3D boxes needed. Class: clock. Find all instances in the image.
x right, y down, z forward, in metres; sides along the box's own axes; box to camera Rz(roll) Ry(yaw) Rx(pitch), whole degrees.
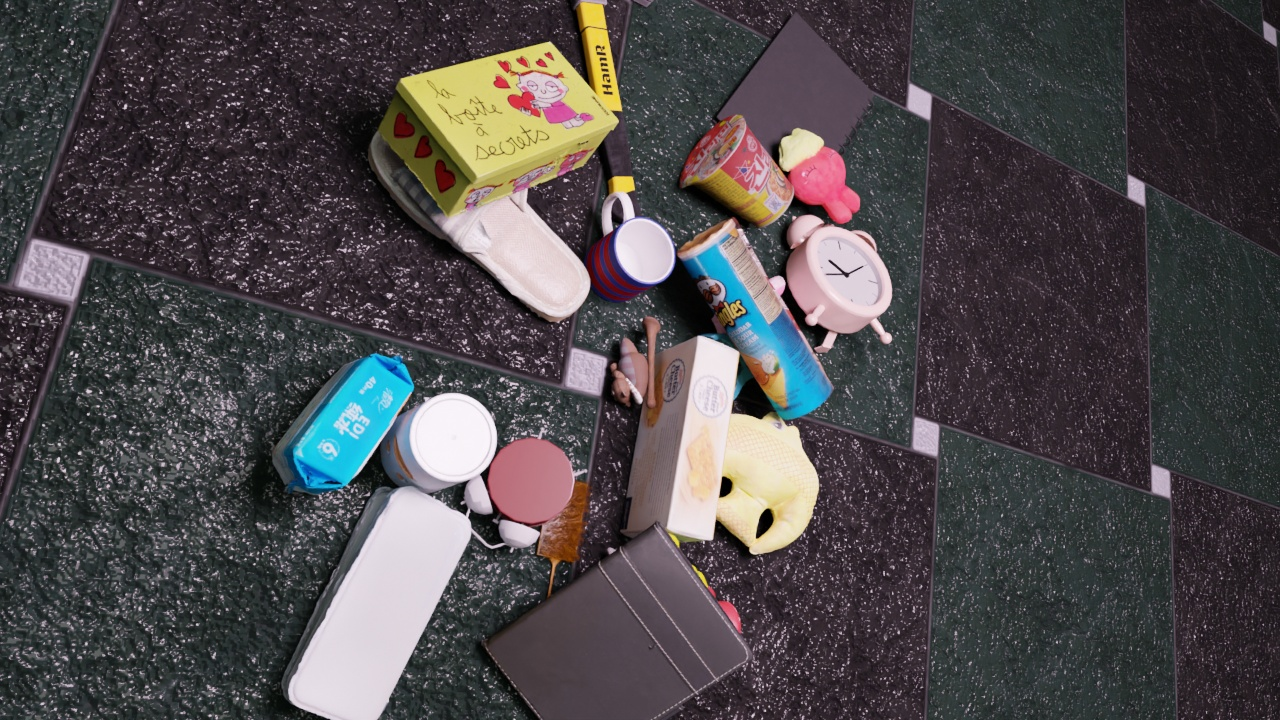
[{"bbox_3d":[-0.116,0.128,0.902,0.087,0.044,0.124,44,71,3],"label":"clock"},{"bbox_3d":[0.243,-0.098,1.154,0.131,0.086,0.160,11,64,-26],"label":"clock"}]

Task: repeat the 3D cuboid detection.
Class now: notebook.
[{"bbox_3d":[0.211,-0.333,1.216,0.169,0.019,0.230,41,63,-13],"label":"notebook"},{"bbox_3d":[-0.020,0.277,0.878,0.209,0.029,0.169,-34,97,8],"label":"notebook"}]

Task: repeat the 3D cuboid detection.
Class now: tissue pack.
[{"bbox_3d":[-0.266,0.060,0.819,0.061,0.093,0.144,43,62,-22],"label":"tissue pack"}]

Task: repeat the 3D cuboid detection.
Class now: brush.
[{"bbox_3d":[-0.081,0.183,0.935,0.048,0.017,0.126,17,71,-25],"label":"brush"}]

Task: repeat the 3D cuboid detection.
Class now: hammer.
[{"bbox_3d":[-0.038,-0.316,1.069,0.169,0.034,0.324,-6,83,-31],"label":"hammer"}]

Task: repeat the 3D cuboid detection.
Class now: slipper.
[{"bbox_3d":[-0.159,-0.149,0.952,0.272,0.054,0.114,41,57,-15],"label":"slipper"}]

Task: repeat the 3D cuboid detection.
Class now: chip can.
[{"bbox_3d":[0.130,-0.046,1.024,0.079,0.080,0.229,-41,106,-30],"label":"chip can"}]

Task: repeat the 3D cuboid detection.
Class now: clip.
[{"bbox_3d":[0.104,0.000,1.063,0.120,0.033,0.118,-47,118,-25],"label":"clip"}]

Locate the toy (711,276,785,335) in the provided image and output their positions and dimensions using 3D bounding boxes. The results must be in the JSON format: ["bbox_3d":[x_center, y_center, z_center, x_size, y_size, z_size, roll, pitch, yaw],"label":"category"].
[{"bbox_3d":[0.137,-0.060,1.095,0.109,0.047,0.063,-23,99,-34],"label":"toy"}]

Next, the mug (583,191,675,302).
[{"bbox_3d":[-0.018,-0.127,1.007,0.074,0.076,0.112,-15,86,-31],"label":"mug"}]

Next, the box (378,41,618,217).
[{"bbox_3d":[-0.139,-0.236,0.922,0.124,0.080,0.220,52,42,5],"label":"box"}]

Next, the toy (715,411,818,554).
[{"bbox_3d":[0.131,0.128,1.039,0.170,0.065,0.154,39,69,-14],"label":"toy"}]

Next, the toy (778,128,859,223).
[{"bbox_3d":[0.226,-0.232,1.159,0.091,0.045,0.135,-36,88,-28],"label":"toy"}]

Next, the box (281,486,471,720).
[{"bbox_3d":[-0.235,0.219,0.824,0.118,0.063,0.213,34,64,-21],"label":"box"}]

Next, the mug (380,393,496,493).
[{"bbox_3d":[-0.188,0.078,0.848,0.082,0.105,0.082,7,75,-27],"label":"mug"}]

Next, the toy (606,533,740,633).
[{"bbox_3d":[0.036,0.229,0.931,0.131,0.124,0.097,33,93,-35],"label":"toy"}]

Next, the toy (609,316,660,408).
[{"bbox_3d":[-0.006,0.006,1.002,0.055,0.041,0.101,-4,66,9],"label":"toy"}]

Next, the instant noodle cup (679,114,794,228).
[{"bbox_3d":[0.125,-0.221,1.102,0.112,0.101,0.100,36,64,-26],"label":"instant noodle cup"}]

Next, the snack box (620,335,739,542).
[{"bbox_3d":[0.042,0.087,0.974,0.057,0.104,0.207,18,70,-24],"label":"snack box"}]
